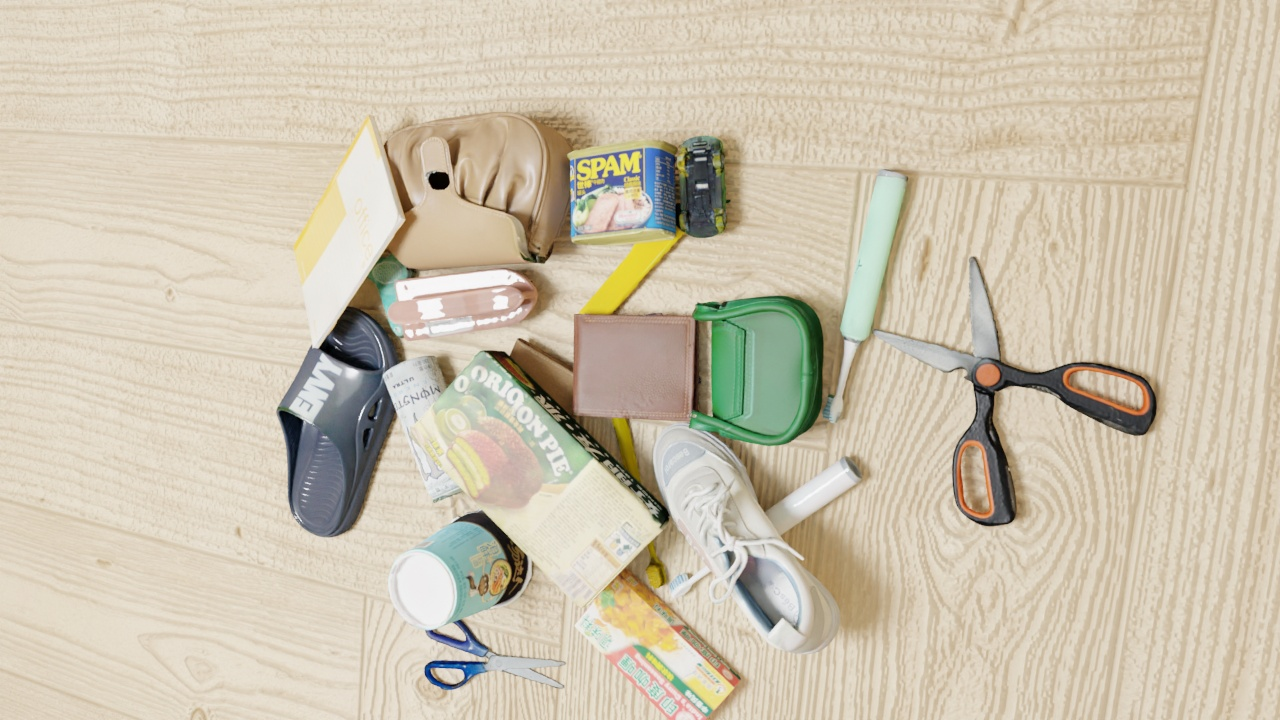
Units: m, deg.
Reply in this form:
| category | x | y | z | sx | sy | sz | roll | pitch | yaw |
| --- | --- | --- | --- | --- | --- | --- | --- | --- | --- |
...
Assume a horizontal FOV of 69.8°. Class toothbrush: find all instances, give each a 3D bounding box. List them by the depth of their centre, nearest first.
| category | x | y | z | sx | sy | sz | roll | pitch | yaw |
| --- | --- | --- | --- | --- | --- | --- | --- | --- | --- |
| toothbrush | 0.193 | -0.053 | 0.797 | 0.027 | 0.026 | 0.224 | 28 | 109 | 58 |
| toothbrush | 0.110 | 0.160 | 0.851 | 0.221 | 0.026 | 0.026 | -40 | 38 | 21 |
| toothbrush | -0.005 | 0.130 | 0.898 | 0.016 | 0.016 | 0.190 | -14 | 90 | 21 |

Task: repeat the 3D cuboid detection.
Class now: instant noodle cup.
| category | x | y | z | sx | sy | sz | roll | pitch | yaw |
| --- | --- | --- | --- | --- | --- | --- | --- | --- | --- |
| instant noodle cup | -0.186 | 0.216 | 0.924 | 0.111 | 0.120 | 0.111 | 2 | 96 | 22 |

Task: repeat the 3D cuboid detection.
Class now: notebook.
| category | x | y | z | sx | sy | sz | roll | pitch | yaw |
| --- | --- | --- | --- | --- | --- | --- | --- | --- | --- |
| notebook | -0.306 | -0.130 | 0.946 | 0.207 | 0.010 | 0.145 | -44 | 55 | 35 |

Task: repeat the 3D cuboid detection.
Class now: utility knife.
| category | x | y | z | sx | sy | sz | roll | pitch | yaw |
| --- | --- | --- | --- | --- | --- | --- | --- | --- | --- |
| utility knife | -0.007 | -0.089 | 0.881 | 0.154 | 0.015 | 0.033 | -47 | 70 | 20 |

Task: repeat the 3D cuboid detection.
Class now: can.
| category | x | y | z | sx | sy | sz | roll | pitch | yaw |
| --- | --- | --- | --- | --- | --- | --- | --- | --- | --- |
| can | -0.016 | -0.152 | 0.846 | 0.102 | 0.057 | 0.083 | -2 | 88 | 30 |
| can | -0.216 | 0.071 | 0.956 | 0.058 | 0.058 | 0.146 | -24 | 86 | 22 |

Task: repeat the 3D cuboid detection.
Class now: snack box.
| category | x | y | z | sx | sy | sz | roll | pitch | yaw |
| --- | --- | --- | --- | --- | --- | --- | --- | --- | --- |
| snack box | -0.096 | 0.109 | 0.875 | 0.240 | 0.063 | 0.114 | 43 | 98 | 7 |
| snack box | 0.015 | 0.285 | 0.899 | 0.156 | 0.027 | 0.077 | 41 | 109 | 14 |

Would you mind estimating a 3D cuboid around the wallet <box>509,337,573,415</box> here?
| category | x | y | z | sx | sy | sz | roll | pitch | yaw |
| --- | --- | --- | --- | --- | --- | --- | --- | --- | --- |
| wallet | -0.112 | 0.047 | 0.927 | 0.090 | 0.033 | 0.115 | 30 | 104 | 14 |

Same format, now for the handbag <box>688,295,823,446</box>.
| category | x | y | z | sx | sy | sz | roll | pitch | yaw |
| --- | --- | --- | --- | --- | --- | --- | --- | --- | --- |
| handbag | 0.102 | 0.008 | 0.817 | 0.120 | 0.067 | 0.131 | 1 | 95 | 22 |

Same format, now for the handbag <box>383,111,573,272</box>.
| category | x | y | z | sx | sy | sz | roll | pitch | yaw |
| --- | --- | --- | --- | --- | --- | --- | --- | --- | --- |
| handbag | -0.168 | -0.164 | 0.892 | 0.205 | 0.099 | 0.148 | -1 | 91 | 28 |

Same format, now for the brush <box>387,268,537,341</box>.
| category | x | y | z | sx | sy | sz | roll | pitch | yaw |
| --- | --- | --- | --- | --- | --- | --- | --- | --- | --- |
| brush | -0.173 | -0.057 | 0.912 | 0.146 | 0.073 | 0.063 | -6 | 98 | 13 |

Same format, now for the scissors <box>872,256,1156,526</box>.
| category | x | y | z | sx | sy | sz | roll | pitch | yaw |
| --- | --- | --- | --- | --- | --- | --- | --- | --- | --- |
| scissors | 0.303 | 0.029 | 0.765 | 0.235 | 0.021 | 0.221 | 12 | 94 | 21 |

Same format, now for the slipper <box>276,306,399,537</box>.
| category | x | y | z | sx | sy | sz | roll | pitch | yaw |
| --- | --- | --- | --- | --- | --- | --- | --- | --- | --- |
| slipper | -0.338 | 0.076 | 0.995 | 0.111 | 0.083 | 0.268 | 20 | 103 | 17 |

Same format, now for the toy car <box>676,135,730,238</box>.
| category | x | y | z | sx | sy | sz | roll | pitch | yaw |
| --- | --- | --- | --- | --- | --- | --- | --- | --- | --- |
| toy car | 0.059 | -0.157 | 0.836 | 0.043 | 0.036 | 0.091 | 1 | 94 | 21 |

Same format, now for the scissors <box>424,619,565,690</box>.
| category | x | y | z | sx | sy | sz | roll | pitch | yaw |
| --- | --- | --- | --- | --- | --- | --- | --- | --- | --- |
| scissors | -0.162 | 0.331 | 0.985 | 0.171 | 0.012 | 0.140 | 36 | 105 | 14 |

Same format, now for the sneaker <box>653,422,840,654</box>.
| category | x | y | z | sx | sy | sz | roll | pitch | yaw |
| --- | --- | --- | --- | --- | --- | --- | --- | --- | --- |
| sneaker | 0.074 | 0.153 | 0.804 | 0.090 | 0.090 | 0.242 | -46 | 60 | 16 |

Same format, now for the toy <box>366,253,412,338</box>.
| category | x | y | z | sx | sy | sz | roll | pitch | yaw |
| --- | --- | --- | --- | --- | --- | --- | --- | --- | --- |
| toy | -0.252 | -0.072 | 0.975 | 0.096 | 0.030 | 0.092 | -17 | 93 | 15 |

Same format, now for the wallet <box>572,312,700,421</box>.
| category | x | y | z | sx | sy | sz | roll | pitch | yaw |
| --- | --- | --- | --- | --- | --- | --- | --- | --- | --- |
| wallet | -0.005 | 0.005 | 0.872 | 0.125 | 0.032 | 0.101 | 1 | 91 | 12 |
